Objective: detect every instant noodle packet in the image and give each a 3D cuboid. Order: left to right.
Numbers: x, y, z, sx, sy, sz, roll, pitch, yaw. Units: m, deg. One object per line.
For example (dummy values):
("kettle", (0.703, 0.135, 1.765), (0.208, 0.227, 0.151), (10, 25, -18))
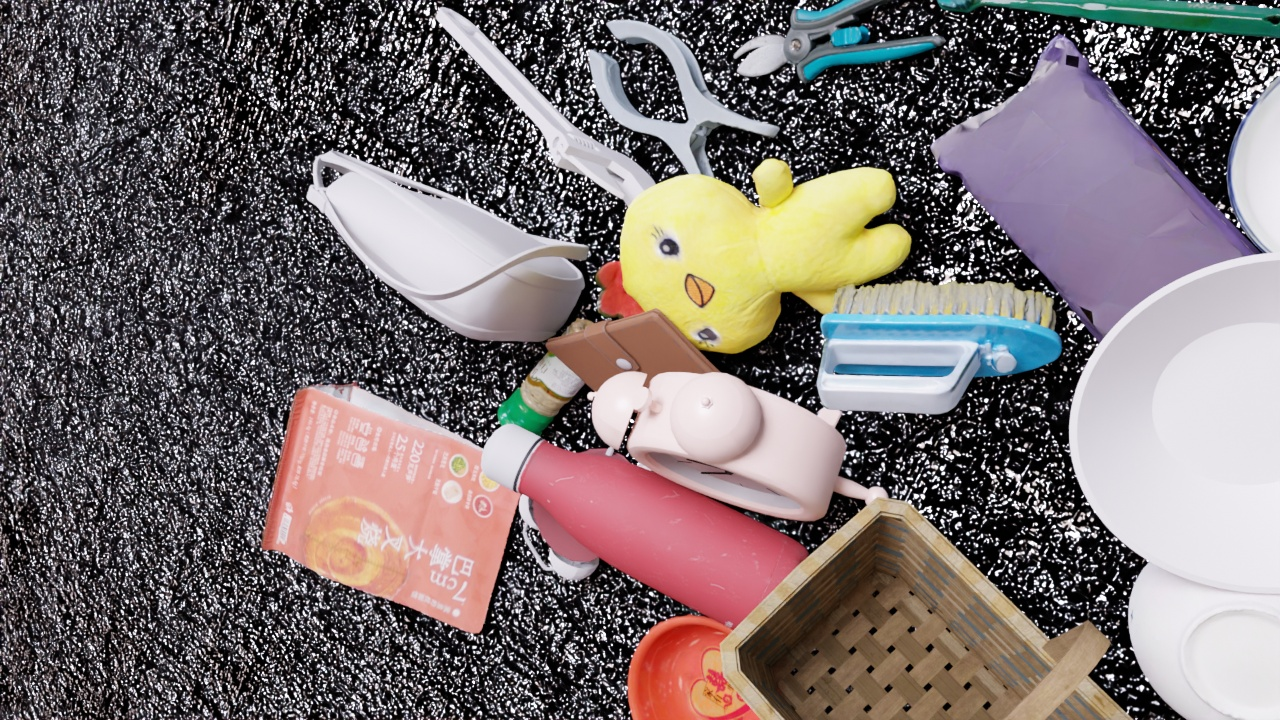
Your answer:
("instant noodle packet", (-0.217, 0.131, 0.825), (0.221, 0.083, 0.164), (20, 99, 20))

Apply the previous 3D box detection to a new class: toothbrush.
("toothbrush", (0.263, -0.203, 0.527), (0.190, 0.017, 0.016), (18, 103, 30))

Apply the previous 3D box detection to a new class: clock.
("clock", (-0.047, 0.119, 0.727), (0.125, 0.044, 0.087), (-44, 71, 27))
("clock", (0.061, 0.045, 0.580), (0.131, 0.160, 0.086), (0, 71, 54))

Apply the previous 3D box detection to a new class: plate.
("plate", (0.306, 0.028, 0.454), (0.174, 0.036, 0.174), (6, 110, 18))

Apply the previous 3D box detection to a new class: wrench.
("wrench", (-0.080, -0.203, 0.720), (0.273, 0.086, 0.018), (50, 117, 30))

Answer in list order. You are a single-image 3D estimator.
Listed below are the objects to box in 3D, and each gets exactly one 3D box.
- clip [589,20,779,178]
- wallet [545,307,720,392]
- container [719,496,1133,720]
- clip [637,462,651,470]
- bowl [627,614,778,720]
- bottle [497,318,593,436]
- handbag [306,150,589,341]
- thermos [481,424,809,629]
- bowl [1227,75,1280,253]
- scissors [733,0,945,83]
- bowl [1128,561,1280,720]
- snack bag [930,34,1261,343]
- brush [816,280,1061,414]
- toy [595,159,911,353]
("clip", (0.016, -0.176, 0.678), (0.163, 0.027, 0.106), (45, 116, 22))
("wallet", (-0.004, 0.004, 0.660), (0.121, 0.087, 0.013), (-13, 42, 46))
("container", (0.174, 0.204, 0.493), (0.157, 0.186, 0.250), (-41, 69, -8))
("clip", (0.034, 0.046, 0.679), (0.054, 0.057, 0.102), (46, 117, -6))
("bowl", (0.057, 0.245, 0.670), (0.131, 0.045, 0.130), (3, 95, 32))
("bottle", (-0.069, 0.017, 0.735), (0.111, 0.043, 0.043), (-48, 69, 25))
("handbag", (-0.159, -0.104, 0.683), (0.222, 0.215, 0.096), (36, 102, 15))
("thermos", (-0.003, 0.112, 0.644), (0.240, 0.073, 0.073), (25, 107, 9))
("bowl", (0.357, -0.094, 0.449), (0.118, 0.062, 0.118), (2, 94, 32))
("scissors", (0.131, -0.210, 0.604), (0.150, 0.019, 0.131), (46, 125, 20))
("bowl", (0.322, 0.152, 0.489), (0.114, 0.063, 0.113), (2, 94, 32))
("snack bag", (0.262, -0.076, 0.512), (0.097, 0.058, 0.205), (-43, 73, 27))
("brush", (0.179, -0.005, 0.553), (0.136, 0.055, 0.075), (1, 55, 23))
("toy", (0.070, -0.071, 0.611), (0.208, 0.092, 0.134), (-7, 125, 30))
